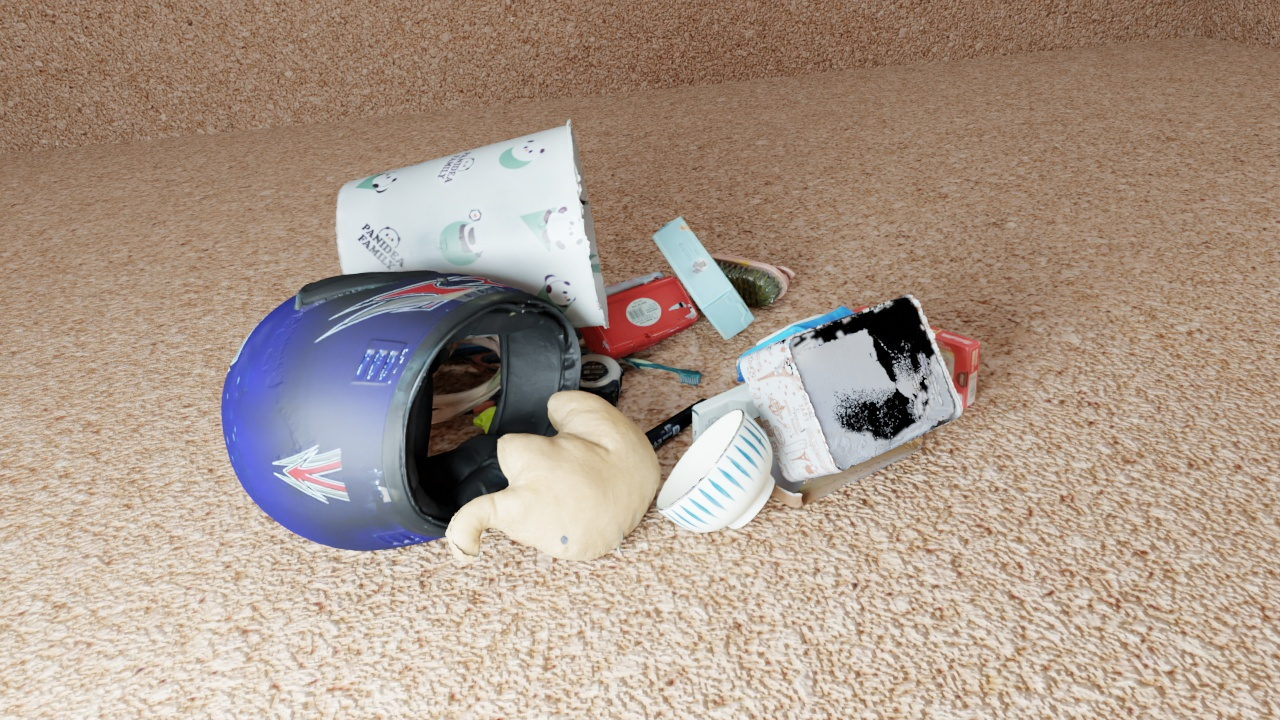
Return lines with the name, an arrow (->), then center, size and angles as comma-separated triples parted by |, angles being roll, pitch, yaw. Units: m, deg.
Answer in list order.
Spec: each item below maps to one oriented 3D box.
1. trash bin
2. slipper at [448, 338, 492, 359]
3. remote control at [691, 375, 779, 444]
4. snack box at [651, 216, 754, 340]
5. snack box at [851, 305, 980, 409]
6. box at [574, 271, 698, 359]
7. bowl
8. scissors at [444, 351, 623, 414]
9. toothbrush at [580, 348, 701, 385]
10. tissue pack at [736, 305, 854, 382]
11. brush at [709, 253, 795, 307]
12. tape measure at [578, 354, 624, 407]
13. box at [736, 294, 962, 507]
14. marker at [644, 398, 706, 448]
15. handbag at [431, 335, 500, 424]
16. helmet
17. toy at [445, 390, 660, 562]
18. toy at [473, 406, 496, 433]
trash bin -> -0.177, -0.127, 1.001 | 0.252, 0.230, 0.229 | -9, 26, 1
slipper -> -0.210, -0.063, 1.197 | 0.253, 0.095, 0.104 | -3, 23, 13
remote control -> 0.105, 0.052, 0.963 | 0.124, 0.049, 0.024 | -21, 33, -29
snack box -> 0.081, -0.110, 1.204 | 0.052, 0.074, 0.174 | -36, 46, 6
snack box -> 0.299, -0.005, 1.013 | 0.025, 0.075, 0.153 | -24, 32, -33
box -> -0.026, -0.048, 1.178 | 0.102, 0.095, 0.200 | -34, -6, 40
bowl -> 0.075, 0.107, 0.813 | 0.066, 0.117, 0.116 | 41, 30, -7
scissors -> -0.135, 0.026, 1.096 | 0.226, 0.015, 0.188 | 21, 38, 35
toothbrush -> -0.007, 0.007, 1.119 | 0.192, 0.018, 0.016 | 11, 27, 34
tissue pack -> 0.180, -0.015, 1.021 | 0.094, 0.052, 0.157 | -20, -6, -33
brush -> 0.141, -0.117, 1.287 | 0.146, 0.063, 0.072 | 11, 41, 29
tape measure -> -0.053, 0.024, 1.054 | 0.066, 0.034, 0.065 | 8, 39, 7
box -> 0.179, 0.048, 0.899 | 0.182, 0.154, 0.185 | -18, -4, -31
marker -> 0.027, 0.073, 0.969 | 0.022, 0.020, 0.131 | -3, 20, 46
handbag -> -0.261, 0.002, 1.074 | 0.234, 0.093, 0.192 | 9, 41, 14
helmet -> -0.228, 0.033, 0.847 | 0.241, 0.247, 0.314 | 8, 21, 25
toy -> -0.066, 0.114, 0.801 | 0.143, 0.083, 0.225 | 36, 38, 9
toy -> -0.127, 0.063, 1.005 | 0.097, 0.031, 0.099 | 10, 29, 25
